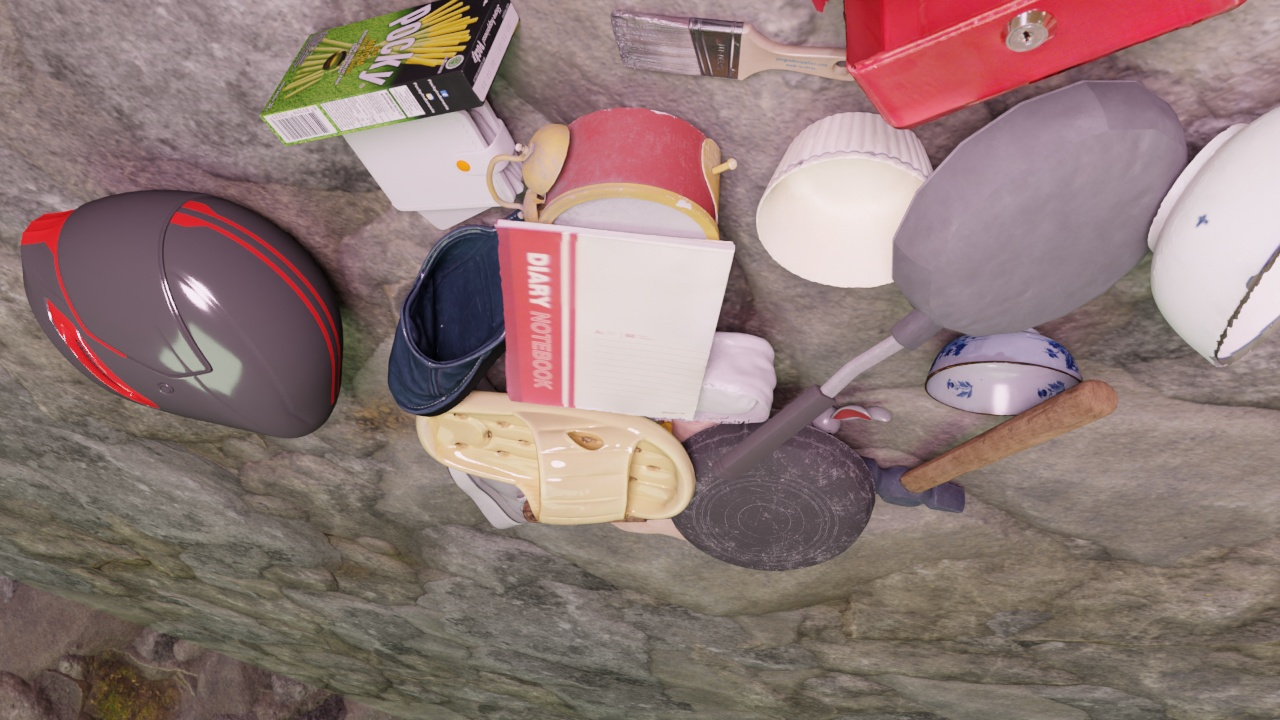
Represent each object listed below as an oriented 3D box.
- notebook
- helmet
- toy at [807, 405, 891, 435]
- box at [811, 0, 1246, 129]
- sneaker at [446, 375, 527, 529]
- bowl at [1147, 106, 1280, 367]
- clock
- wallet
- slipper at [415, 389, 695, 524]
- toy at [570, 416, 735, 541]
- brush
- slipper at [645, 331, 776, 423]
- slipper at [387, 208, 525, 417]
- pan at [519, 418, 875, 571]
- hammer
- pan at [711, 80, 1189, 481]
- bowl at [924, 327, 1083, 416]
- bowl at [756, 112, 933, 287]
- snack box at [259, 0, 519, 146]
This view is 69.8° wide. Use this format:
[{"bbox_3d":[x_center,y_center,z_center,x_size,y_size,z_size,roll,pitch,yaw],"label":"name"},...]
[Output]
[{"bbox_3d":[-0.024,-0.020,0.656,0.153,0.012,0.209,6,145,-1],"label":"notebook"},{"bbox_3d":[-0.348,-0.042,0.755,0.170,0.163,0.265,-21,124,25],"label":"helmet"},{"bbox_3d":[0.169,0.055,0.838,0.112,0.030,0.049,-18,164,42],"label":"toy"},{"bbox_3d":[0.159,-0.191,0.389,0.158,0.134,0.112,-17,135,38],"label":"box"},{"bbox_3d":[-0.122,0.094,0.955,0.129,0.096,0.263,-7,142,9],"label":"sneaker"},{"bbox_3d":[0.340,-0.078,0.505,0.073,0.153,0.153,45,165,36],"label":"bowl"},{"bbox_3d":[-0.021,-0.114,0.605,0.159,0.081,0.117,6,156,-3],"label":"clock"},{"bbox_3d":[-0.141,-0.138,0.655,0.119,0.037,0.115,1,145,24],"label":"wallet"},{"bbox_3d":[-0.083,0.090,0.804,0.261,0.079,0.111,12,122,9],"label":"slipper"},{"bbox_3d":[0.014,0.100,0.911,0.196,0.065,0.265,2,138,4],"label":"toy"},{"bbox_3d":[0.057,-0.182,0.541,0.151,0.012,0.039,8,146,7],"label":"brush"},{"bbox_3d":[-0.005,0.004,0.782,0.247,0.074,0.112,2,136,26],"label":"slipper"},{"bbox_3d":[-0.155,-0.038,0.726,0.083,0.109,0.266,-3,158,-43],"label":"slipper"},{"bbox_3d":[0.044,0.145,0.886,0.357,0.040,0.208,-7,130,16],"label":"pan"},{"bbox_3d":[0.286,0.078,0.775,0.129,0.040,0.322,14,158,-7],"label":"hammer"},{"bbox_3d":[0.179,-0.022,0.579,0.178,0.041,0.358,23,125,-41],"label":"pan"},{"bbox_3d":[0.277,0.003,0.699,0.114,0.045,0.114,9,160,3],"label":"bowl"},{"bbox_3d":[0.134,-0.106,0.581,0.115,0.062,0.115,10,147,6],"label":"bowl"},{"bbox_3d":[-0.153,-0.178,0.558,0.148,0.080,0.025,-4,143,24],"label":"snack box"}]
